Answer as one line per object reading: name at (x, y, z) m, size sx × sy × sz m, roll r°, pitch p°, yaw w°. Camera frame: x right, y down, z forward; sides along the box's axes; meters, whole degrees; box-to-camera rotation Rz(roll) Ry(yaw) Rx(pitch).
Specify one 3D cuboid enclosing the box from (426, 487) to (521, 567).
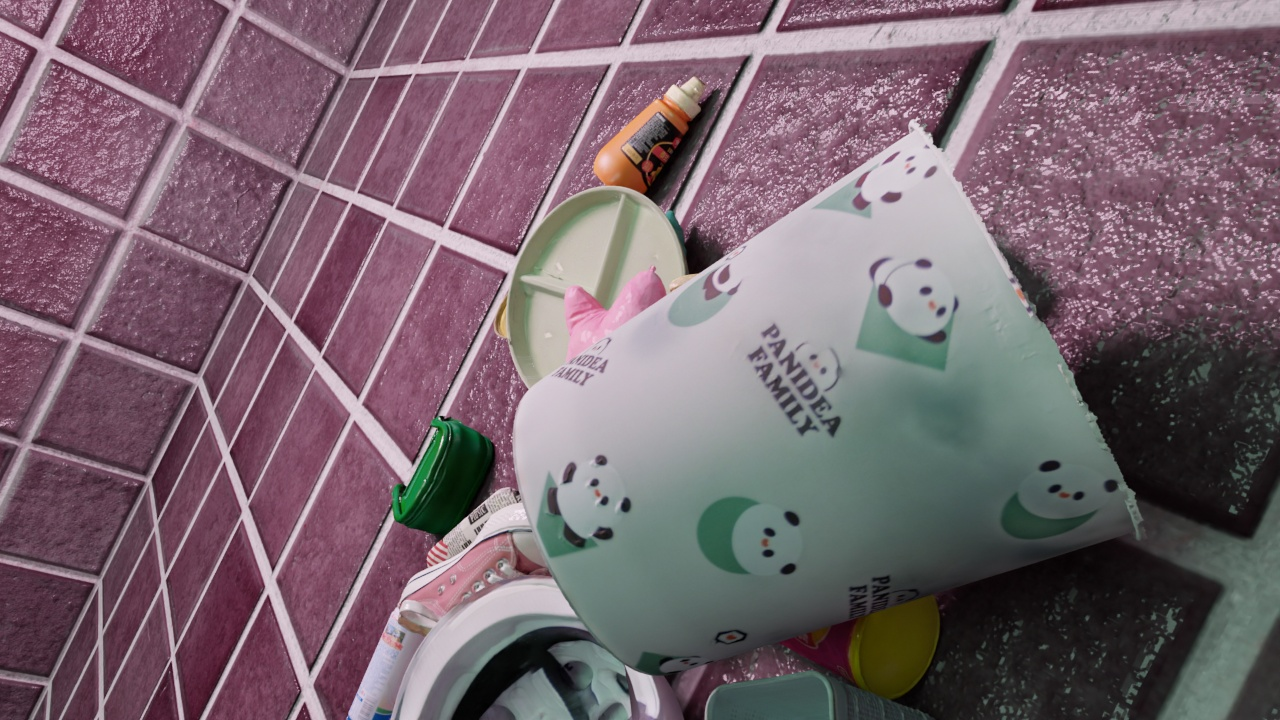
box at (-0.157, 0.184, 0.917) m, size 0.164 × 0.082 × 0.075 m, roll -39°, pitch 56°, yaw 30°

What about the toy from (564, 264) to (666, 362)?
toy at (-0.005, 0.005, 0.800) m, size 0.195 × 0.074 × 0.179 m, roll 32°, pitch 119°, yaw 37°

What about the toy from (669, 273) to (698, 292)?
toy at (0.091, -0.073, 0.765) m, size 0.158 × 0.066 × 0.104 m, roll -20°, pitch 35°, yaw 37°

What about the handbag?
handbag at (-0.239, 0.132, 1.075) m, size 0.120 × 0.068 × 0.131 m, roll 24°, pitch 88°, yaw 57°

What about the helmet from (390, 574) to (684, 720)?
helmet at (-0.065, 0.288, 0.651) m, size 0.229 × 0.146 × 0.259 m, roll -39°, pitch 31°, yaw -7°

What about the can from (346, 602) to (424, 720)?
can at (-0.265, 0.332, 0.990) m, size 0.053 × 0.053 × 0.134 m, roll 15°, pitch 81°, yaw 56°

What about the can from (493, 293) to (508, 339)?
can at (-0.107, -0.050, 1.034) m, size 0.148 × 0.049 × 0.074 m, roll -5°, pitch 65°, yaw 52°

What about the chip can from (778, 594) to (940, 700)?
chip can at (0.091, 0.149, 0.612) m, size 0.211 × 0.071 × 0.071 m, roll 12°, pitch 78°, yaw 56°

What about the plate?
plate at (-0.045, -0.059, 0.913) m, size 0.231 × 0.027 × 0.230 m, roll -6°, pitch 80°, yaw 36°

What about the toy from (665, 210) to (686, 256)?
toy at (0.015, -0.089, 0.915) m, size 0.092 × 0.030 × 0.096 m, roll -42°, pitch 46°, yaw 37°

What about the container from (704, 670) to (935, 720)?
container at (0.105, 0.231, 0.503) m, size 0.090 × 0.111 × 0.089 m, roll -28°, pitch 47°, yaw 41°

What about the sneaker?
sneaker at (-0.144, 0.214, 0.850) m, size 0.242 × 0.118 × 0.087 m, roll -33°, pitch 30°, yaw 29°

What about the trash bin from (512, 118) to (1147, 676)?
trash bin at (0.086, 0.036, 0.494) m, size 0.252 × 0.229 × 0.229 m, roll -28°, pitch 45°, yaw 18°

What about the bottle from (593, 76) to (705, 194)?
bottle at (0.016, -0.244, 0.992) m, size 0.149 × 0.066 × 0.066 m, roll -47°, pitch 36°, yaw 10°
